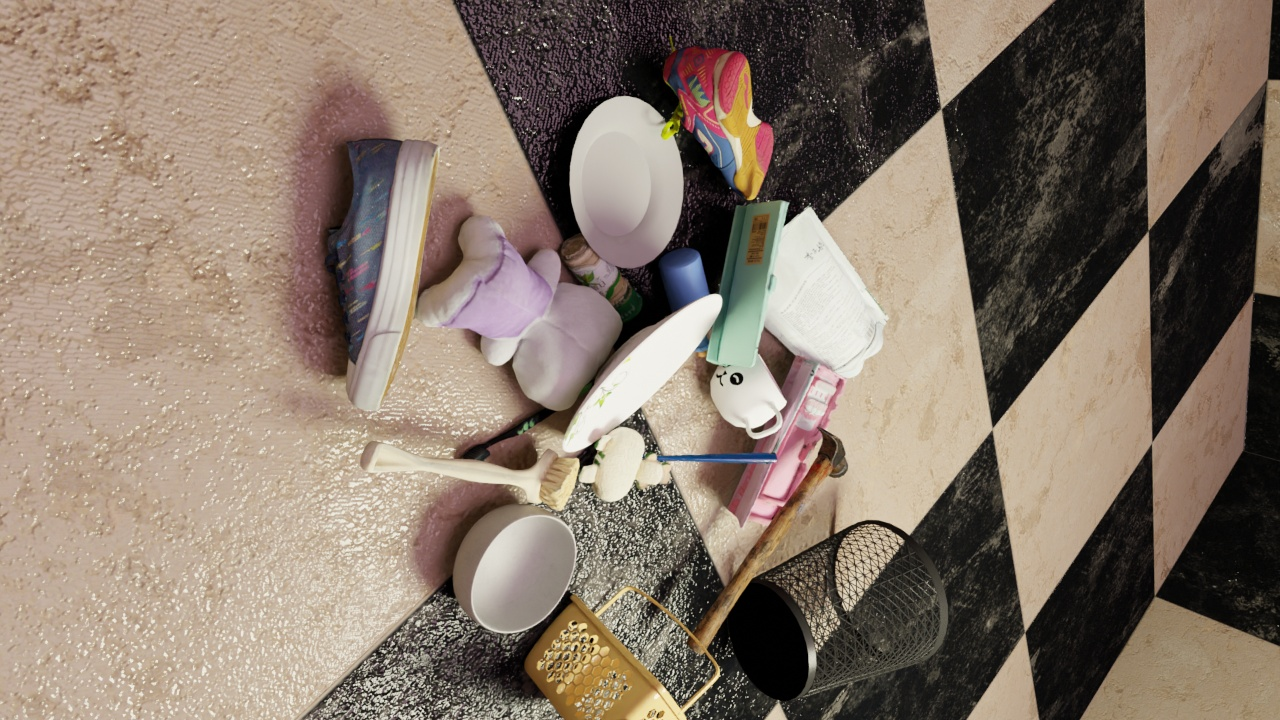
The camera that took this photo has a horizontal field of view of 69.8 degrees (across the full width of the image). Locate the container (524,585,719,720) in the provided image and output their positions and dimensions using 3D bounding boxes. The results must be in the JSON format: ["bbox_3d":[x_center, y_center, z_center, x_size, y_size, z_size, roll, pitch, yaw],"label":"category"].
[{"bbox_3d":[-0.016,0.355,1.040,0.166,0.183,0.129,-41,128,-16],"label":"container"}]

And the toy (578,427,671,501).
[{"bbox_3d":[-0.022,0.119,1.043,0.112,0.050,0.087,12,97,-39],"label":"toy"}]

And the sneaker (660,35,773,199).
[{"bbox_3d":[0.085,-0.259,0.996,0.116,0.091,0.242,-69,158,-13],"label":"sneaker"}]

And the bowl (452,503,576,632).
[{"bbox_3d":[-0.138,0.210,0.957,0.131,0.064,0.132,-16,115,-39],"label":"bowl"}]

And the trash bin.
[{"bbox_3d":[0.269,0.362,1.304,0.242,0.217,0.217,-10,111,-34],"label":"trash bin"}]

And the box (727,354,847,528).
[{"bbox_3d":[0.184,0.106,1.210,0.172,0.075,0.233,21,94,-63],"label":"box"}]

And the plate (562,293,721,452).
[{"bbox_3d":[-0.006,0.006,0.967,0.229,0.030,0.230,-42,167,-12],"label":"plate"}]

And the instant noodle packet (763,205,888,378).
[{"bbox_3d":[0.232,-0.074,1.218,0.147,0.057,0.269,-50,130,0],"label":"instant noodle packet"}]

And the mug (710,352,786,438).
[{"bbox_3d":[0.133,0.049,1.118,0.076,0.123,0.090,-31,132,10],"label":"mug"}]

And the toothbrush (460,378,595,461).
[{"bbox_3d":[-0.111,0.064,0.966,0.187,0.017,0.014,-31,133,-33],"label":"toothbrush"}]

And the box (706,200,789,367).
[{"bbox_3d":[0.116,-0.085,1.046,0.056,0.138,0.187,11,88,-4],"label":"box"}]

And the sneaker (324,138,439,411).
[{"bbox_3d":[-0.229,-0.075,0.778,0.079,0.087,0.236,12,102,-10],"label":"sneaker"}]

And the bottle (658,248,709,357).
[{"bbox_3d":[0.059,-0.062,1.057,0.048,0.048,0.131,-37,127,-29],"label":"bottle"}]

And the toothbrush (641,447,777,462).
[{"bbox_3d":[0.073,0.113,1.095,0.190,0.016,0.017,2,96,-13],"label":"toothbrush"}]

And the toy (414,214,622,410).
[{"bbox_3d":[-0.104,-0.043,0.890,0.209,0.086,0.137,37,77,-39],"label":"toy"}]

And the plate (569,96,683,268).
[{"bbox_3d":[-0.017,-0.183,0.950,0.172,0.019,0.173,-9,103,-48],"label":"plate"}]

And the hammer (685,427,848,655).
[{"bbox_3d":[0.161,0.233,1.183,0.329,0.033,0.120,-52,146,-12],"label":"hammer"}]

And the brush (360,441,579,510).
[{"bbox_3d":[-0.152,0.105,0.877,0.272,0.077,0.062,17,80,-53],"label":"brush"}]

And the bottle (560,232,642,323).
[{"bbox_3d":[-0.040,-0.086,0.961,0.042,0.043,0.110,-54,132,-15],"label":"bottle"}]
